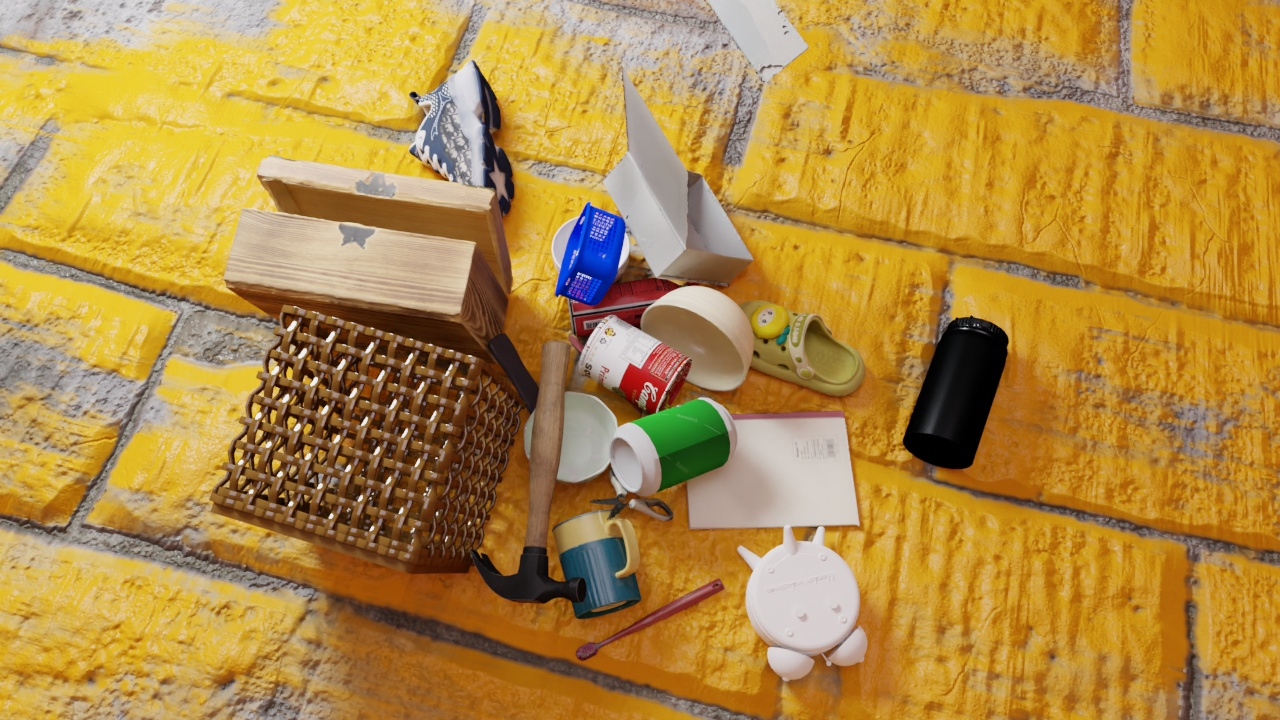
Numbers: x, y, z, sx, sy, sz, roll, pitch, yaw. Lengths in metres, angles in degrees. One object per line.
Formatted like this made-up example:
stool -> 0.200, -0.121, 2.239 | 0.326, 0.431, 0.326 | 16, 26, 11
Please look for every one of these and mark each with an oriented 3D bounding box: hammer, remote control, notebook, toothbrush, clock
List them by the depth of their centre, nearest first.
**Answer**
clock -> 0.187, 0.274, 1.050 | 0.125, 0.073, 0.160 | -12, 66, -6
hammer -> -0.117, 0.123, 1.062 | 0.132, 0.040, 0.304 | -4, 68, 20
toothbrush -> 0.012, 0.301, 1.067 | 0.189, 0.016, 0.016 | -24, 67, -11
notebook -> 0.161, 0.135, 1.148 | 0.209, 0.012, 0.152 | -1, 64, -1
remote control -> -0.151, 0.023, 1.157 | 0.009, 0.046, 0.124 | -27, 100, 25
toothbrush -> -0.035, 0.027, 1.194 | 0.015, 0.016, 0.184 | -36, 69, -23

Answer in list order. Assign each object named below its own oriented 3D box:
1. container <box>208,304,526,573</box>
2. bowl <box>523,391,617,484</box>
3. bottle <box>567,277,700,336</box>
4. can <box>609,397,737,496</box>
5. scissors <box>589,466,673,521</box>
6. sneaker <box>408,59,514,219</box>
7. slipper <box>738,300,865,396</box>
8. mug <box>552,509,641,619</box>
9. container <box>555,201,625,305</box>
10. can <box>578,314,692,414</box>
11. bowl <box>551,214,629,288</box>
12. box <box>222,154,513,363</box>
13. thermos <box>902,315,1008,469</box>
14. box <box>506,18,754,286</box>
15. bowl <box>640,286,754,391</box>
container -> -0.280, 0.099, 1.008 | 0.219, 0.252, 0.214 | 15, 79, 6
bowl -> -0.084, 0.103, 1.133 | 0.117, 0.061, 0.117 | 0, 66, 0
bottle -> -0.006, -0.075, 1.214 | 0.176, 0.062, 0.062 | -9, 66, -5
can -> 0.040, 0.101, 1.088 | 0.139, 0.088, 0.087 | -17, 65, -31
scissors -> -0.020, 0.159, 1.073 | 0.013, 0.163, 0.154 | -55, 37, 13
sneaker -> -0.265, -0.298, 1.309 | 0.132, 0.103, 0.269 | -16, 65, 8
slipper -> 0.203, -0.020, 1.183 | 0.190, 0.082, 0.091 | 27, 70, 8
mug -> -0.042, 0.229, 1.049 | 0.083, 0.114, 0.107 | 4, 60, -39
container -> -0.061, -0.131, 1.158 | 0.058, 0.096, 0.114 | 19, 53, -14
can -> -0.007, 0.007, 1.151 | 0.116, 0.087, 0.086 | 30, 68, 12
bowl -> -0.067, -0.142, 1.249 | 0.105, 0.054, 0.104 | 1, 67, -2
box -> -0.312, -0.107, 1.132 | 0.279, 0.245, 0.167 | 7, 74, 3
thermos -> 0.404, 0.029, 1.157 | 0.086, 0.086, 0.198 | 23, 67, 10
box -> -0.002, -0.218, 1.076 | 0.119, 0.478, 0.166 | -33, 68, 11
bowl -> 0.083, -0.039, 1.156 | 0.151, 0.151, 0.075 | 30, 61, 13
